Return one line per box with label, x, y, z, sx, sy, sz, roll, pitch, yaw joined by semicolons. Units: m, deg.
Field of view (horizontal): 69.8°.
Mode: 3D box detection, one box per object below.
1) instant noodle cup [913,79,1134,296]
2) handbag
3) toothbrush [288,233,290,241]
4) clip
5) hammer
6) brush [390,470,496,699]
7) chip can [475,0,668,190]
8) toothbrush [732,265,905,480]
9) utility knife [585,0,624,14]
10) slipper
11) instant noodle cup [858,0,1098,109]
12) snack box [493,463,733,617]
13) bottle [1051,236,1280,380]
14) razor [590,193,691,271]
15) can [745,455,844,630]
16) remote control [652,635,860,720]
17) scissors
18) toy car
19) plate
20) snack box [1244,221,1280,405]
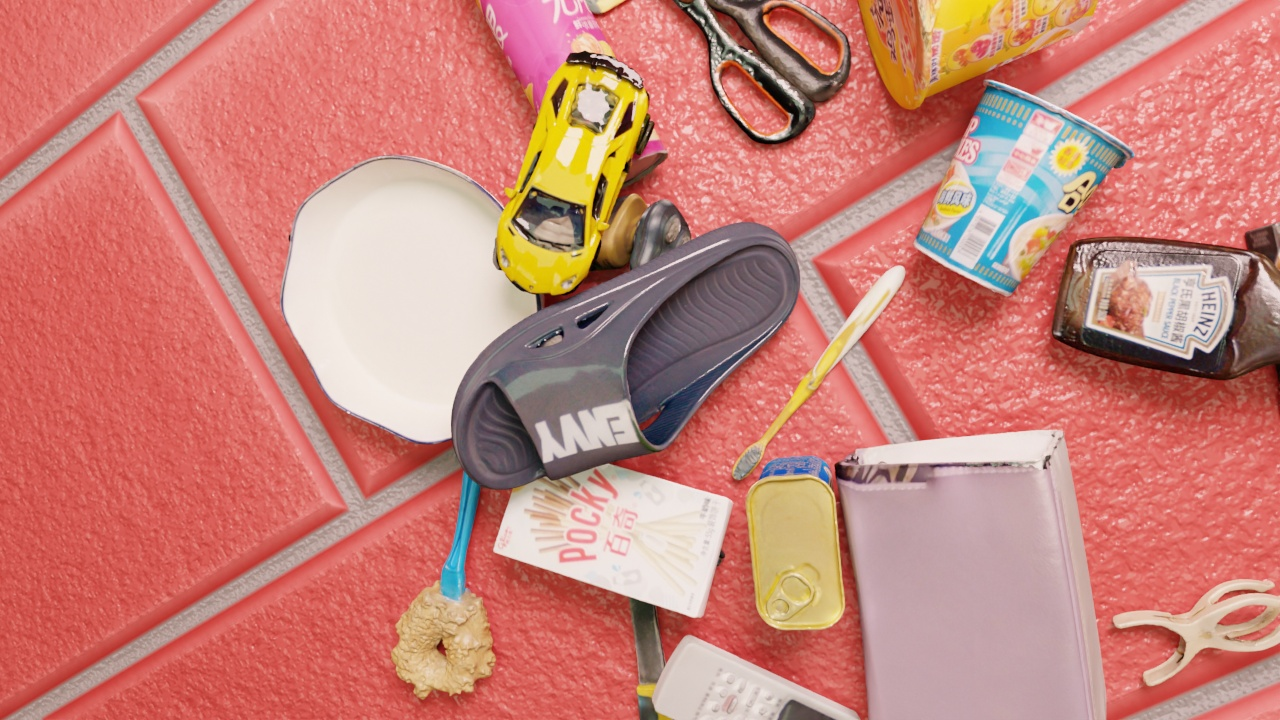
instant noodle cup;0.230;-0.103;0.575;0.099;0.099;0.110;30;108;8
handbag;0.213;0.152;0.598;0.145;0.098;0.197;-8;95;29
toothbrush;-0.180;-0.050;0.705;0.213;0.027;0.026;27;117;10
clip;0.369;0.174;0.601;0.100;0.034;0.071;-29;89;22
hammer;0.015;0.262;0.688;0.126;0.031;0.323;-7;94;14
brush;-0.140;0.142;0.712;0.083;0.045;0.254;10;94;16
chip can;-0.059;-0.218;0.636;0.071;0.071;0.210;-29;89;14
toothbrush;0.123;0.011;0.645;0.016;0.018;0.191;38;102;5
utility knife;0.044;-0.302;0.637;0.211;0.022;0.031;-29;93;9
slipper;-0.004;0.003;0.601;0.268;0.083;0.111;-31;121;-3
instant noodle cup;0.199;-0.233;0.550;0.110;0.138;0.138;-15;92;6
snack box;-0.020;0.118;0.652;0.157;0.027;0.084;14;81;16
bottle;0.353;-0.026;0.542;0.195;0.044;0.080;14;101;33
razor;-0.049;-0.080;0.659;0.168;0.062;0.067;-4;71;18
can;0.108;0.120;0.626;0.057;0.083;0.102;-6;95;13
remote control;0.084;0.252;0.656;0.150;0.021;0.058;26;95;-7
scissors;0.032;-0.237;0.631;0.235;0.021;0.142;22;103;5
toy car;-0.043;-0.115;0.581;0.071;0.041;0.156;22;92;2
plate;-0.159;-0.043;0.660;0.205;0.045;0.205;5;107;16
snack box;0.447;-0.033;0.555;0.113;0.053;0.125;-12;88;14
